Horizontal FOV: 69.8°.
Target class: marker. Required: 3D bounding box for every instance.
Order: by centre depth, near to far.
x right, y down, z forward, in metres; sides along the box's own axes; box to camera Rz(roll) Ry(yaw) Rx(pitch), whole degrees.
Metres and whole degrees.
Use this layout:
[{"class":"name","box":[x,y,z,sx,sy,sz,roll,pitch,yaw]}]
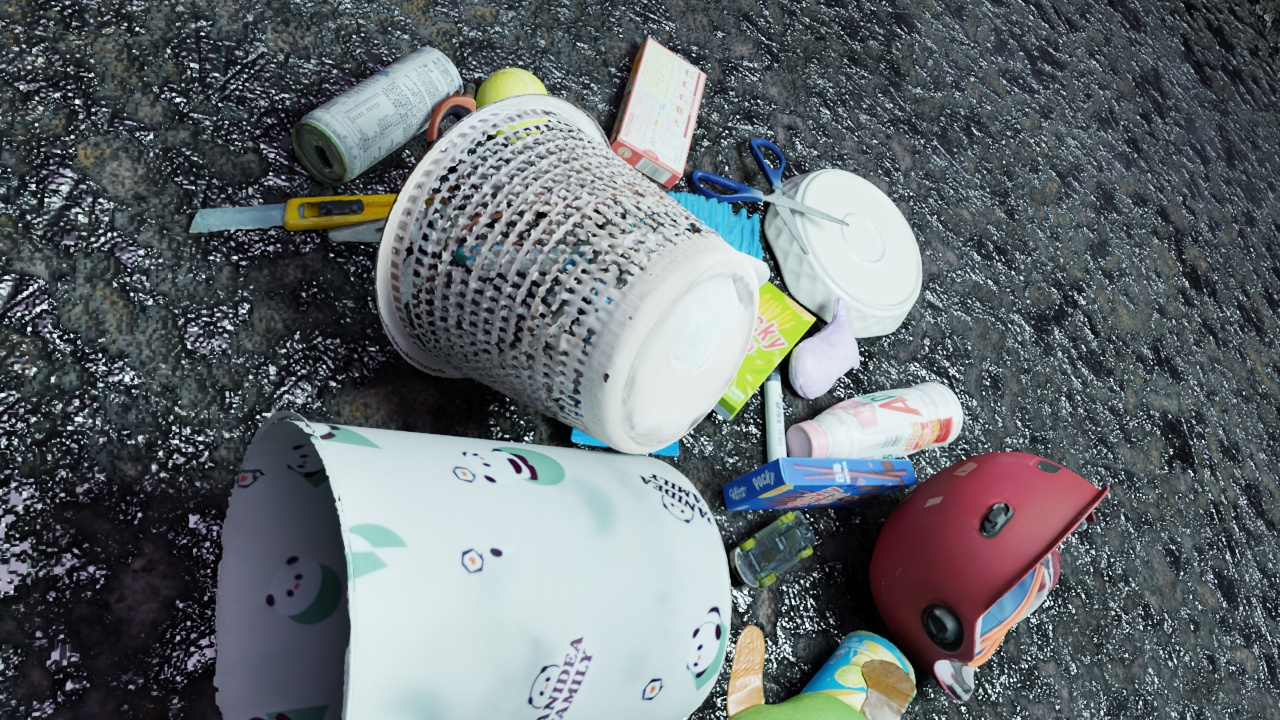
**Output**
[{"class":"marker","box":[0.125,0.046,0.874,0.022,0.018,0.130,10,62,-18]}]

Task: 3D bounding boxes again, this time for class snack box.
[{"class":"snack box","box":[0.161,0.111,0.821,0.157,0.085,0.026,4,65,-31]},{"class":"snack box","box":[0.094,-0.019,0.867,0.086,0.026,0.156,40,51,8]},{"class":"snack box","box":[0.019,-0.257,0.944,0.077,0.027,0.155,27,56,-20]}]

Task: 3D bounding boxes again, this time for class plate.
[{"class":"plate","box":[0.231,-0.125,1.007,0.204,0.046,0.204,14,62,-27]}]

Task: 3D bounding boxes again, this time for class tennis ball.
[{"class":"tennis ball","box":[-0.114,-0.227,0.818,0.065,0.066,0.065,14,61,-27]}]

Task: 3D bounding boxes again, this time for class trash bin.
[{"class":"trash bin","box":[-0.098,0.148,0.559,0.251,0.230,0.229,4,65,-38]},{"class":"trash bin","box":[-0.035,-0.045,0.637,0.192,0.228,0.226,33,43,31]}]

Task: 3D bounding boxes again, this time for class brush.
[{"class":"brush","box":[-0.015,-0.106,0.823,0.314,0.061,0.109,7,51,-24]}]

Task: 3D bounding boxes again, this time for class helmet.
[{"class":"helmet","box":[0.288,0.163,0.803,0.206,0.240,0.144,-34,56,-29]}]

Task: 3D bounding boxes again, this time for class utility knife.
[{"class":"utility knife","box":[-0.235,-0.115,0.717,0.218,0.015,0.033,-11,72,-36]}]

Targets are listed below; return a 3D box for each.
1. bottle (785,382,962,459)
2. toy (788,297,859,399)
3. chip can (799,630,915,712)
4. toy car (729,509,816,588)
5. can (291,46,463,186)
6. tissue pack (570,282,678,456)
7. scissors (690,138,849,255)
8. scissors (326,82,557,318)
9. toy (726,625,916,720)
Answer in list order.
[{"class":"bottle","box":[0.229,0.066,0.903,0.196,0.068,0.068,-9,73,-31]},{"class":"toy","box":[0.184,-0.006,0.918,0.107,0.039,0.084,-35,116,-35]},{"class":"chip can","box":[0.137,0.304,0.721,0.209,0.071,0.071,-32,87,-39]},{"class":"toy car","box":[0.113,0.165,0.796,0.090,0.035,0.042,-24,81,-38]},{"class":"can","box":[-0.211,-0.201,0.748,0.058,0.058,0.146,45,52,-7]},{"class":"tissue pack","box":[-0.005,0.005,0.770,0.095,0.052,0.156,11,60,-4]},{"class":"scissors","box":[0.133,-0.174,0.951,0.162,0.012,0.175,4,53,-10]},{"class":"scissors","box":[-0.152,-0.123,0.756,0.189,0.015,0.225,26,71,-38]},{"class":"toy","box":[0.098,0.290,0.604,0.246,0.090,0.226,-3,72,-24]}]
